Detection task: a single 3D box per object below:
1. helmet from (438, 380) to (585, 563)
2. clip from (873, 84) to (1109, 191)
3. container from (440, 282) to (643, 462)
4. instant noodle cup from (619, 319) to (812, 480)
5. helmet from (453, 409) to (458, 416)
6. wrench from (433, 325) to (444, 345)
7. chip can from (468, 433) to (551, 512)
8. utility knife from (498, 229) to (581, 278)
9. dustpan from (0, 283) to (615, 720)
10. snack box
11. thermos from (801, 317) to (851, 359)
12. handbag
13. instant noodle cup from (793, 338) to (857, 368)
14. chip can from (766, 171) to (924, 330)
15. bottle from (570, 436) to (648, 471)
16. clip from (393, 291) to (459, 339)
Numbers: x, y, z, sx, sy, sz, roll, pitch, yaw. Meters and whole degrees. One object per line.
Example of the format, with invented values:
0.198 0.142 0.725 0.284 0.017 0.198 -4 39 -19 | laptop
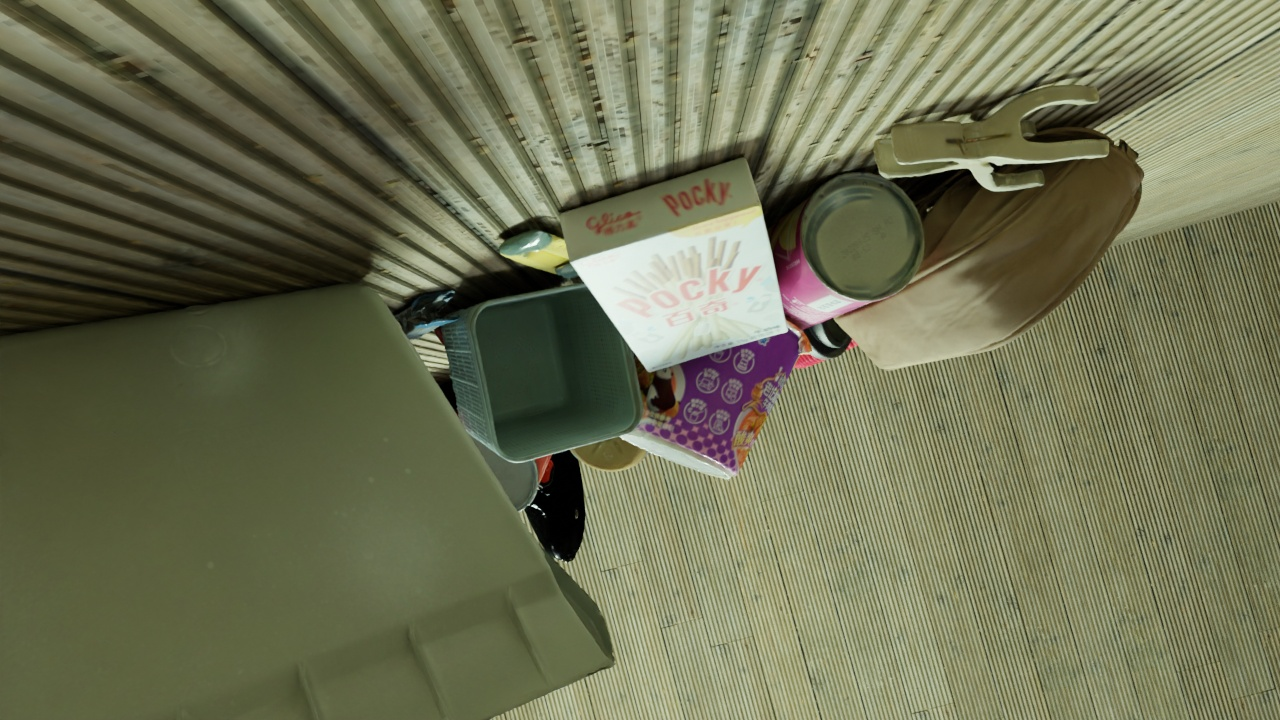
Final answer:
-0.193 0.130 1.081 0.234 0.230 0.274 -9 172 22 | helmet
0.165 -0.101 0.410 0.103 0.035 0.092 -3 174 -38 | clip
-0.066 0.003 0.555 0.089 0.090 0.112 -13 -173 -22 | container
0.037 0.015 0.578 0.111 0.099 0.112 22 169 5 | instant noodle cup
-0.225 0.080 0.599 0.206 0.144 0.241 -58 -173 -27 | helmet
-0.067 -0.007 0.716 0.016 0.056 0.273 -46 156 17 | wrench
-0.089 0.040 0.710 0.073 0.073 0.216 -16 -162 11 | chip can
-0.035 -0.054 0.494 0.031 0.020 0.196 -10 -177 11 | utility knife
-0.178 0.072 0.398 0.222 0.257 0.143 -14 153 -32 | dustpan
0.024 -0.039 0.455 0.085 0.026 0.157 -16 159 8 | snack box
0.107 -0.043 0.754 0.144 0.093 0.092 -6 -176 42 | thermos
0.201 -0.068 0.573 0.147 0.100 0.205 -42 -177 -13 | handbag
0.193 -0.049 0.875 0.194 0.066 0.194 -28 -179 1 | instant noodle cup
0.097 -0.054 0.577 0.071 0.071 0.211 -15 177 -12 | chip can
-0.004 0.004 0.715 0.065 0.065 0.218 -16 -158 19 | bottle
-0.124 -0.025 0.522 0.026 0.038 0.058 -15 177 -35 | clip
